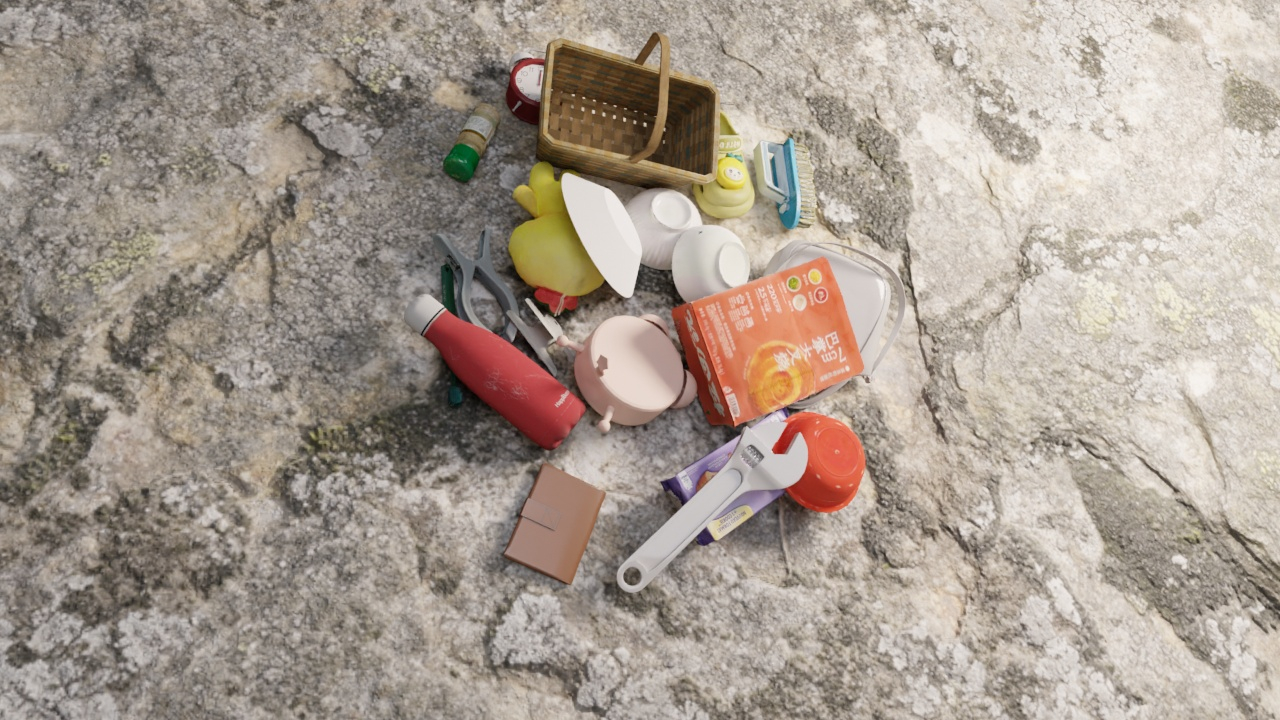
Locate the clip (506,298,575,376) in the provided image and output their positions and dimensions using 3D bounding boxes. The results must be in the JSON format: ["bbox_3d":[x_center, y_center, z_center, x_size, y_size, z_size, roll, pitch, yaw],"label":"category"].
[{"bbox_3d":[-0.120,-0.033,1.140,0.057,0.054,0.102,-38,102,-13],"label":"clip"}]

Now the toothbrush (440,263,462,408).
[{"bbox_3d":[-0.231,-0.033,1.120,0.016,0.017,0.189,-1,68,-17],"label":"toothbrush"}]

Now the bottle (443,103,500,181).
[{"bbox_3d":[-0.223,-0.292,1.220,0.043,0.043,0.110,24,62,-6],"label":"bottle"}]

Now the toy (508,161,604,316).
[{"bbox_3d":[-0.102,-0.162,1.174,0.133,0.092,0.207,8,56,-29],"label":"toy"}]

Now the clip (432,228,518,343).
[{"bbox_3d":[-0.212,-0.088,1.132,0.106,0.028,0.163,-7,70,-33],"label":"clip"}]

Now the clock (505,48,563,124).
[{"bbox_3d":[-0.143,-0.385,1.283,0.087,0.044,0.124,9,67,-13],"label":"clock"}]

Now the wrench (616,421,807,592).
[{"bbox_3d":[0.084,0.173,1.058,0.273,0.018,0.086,-43,87,-11],"label":"wrench"}]

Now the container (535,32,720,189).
[{"bbox_3d":[-0.008,-0.322,1.190,0.249,0.187,0.157,9,77,-23],"label":"container"}]

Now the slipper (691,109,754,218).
[{"bbox_3d":[0.118,-0.294,1.303,0.091,0.082,0.190,-2,66,-20],"label":"slipper"}]

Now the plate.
[{"bbox_3d":[-0.037,-0.166,1.155,0.036,0.174,0.174,-26,73,15],"label":"plate"}]

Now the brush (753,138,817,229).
[{"bbox_3d":[0.207,-0.251,1.323,0.075,0.055,0.135,4,67,-20],"label":"brush"}]

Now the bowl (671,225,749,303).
[{"bbox_3d":[0.101,-0.123,1.206,0.113,0.063,0.113,0,90,-42],"label":"bowl"}]

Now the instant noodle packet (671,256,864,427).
[{"bbox_3d":[0.172,-0.027,1.164,0.220,0.084,0.164,-20,92,-16],"label":"instant noodle packet"}]

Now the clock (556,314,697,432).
[{"bbox_3d":[-0.007,0.007,1.123,0.160,0.086,0.131,-12,70,-44],"label":"clock"}]

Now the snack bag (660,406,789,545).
[{"bbox_3d":[0.125,0.141,1.130,0.205,0.059,0.096,-27,82,-28],"label":"snack bag"}]

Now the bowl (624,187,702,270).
[{"bbox_3d":[0.033,-0.188,1.241,0.118,0.062,0.118,6,66,-14],"label":"bowl"}]

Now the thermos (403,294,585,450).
[{"bbox_3d":[-0.176,0.008,1.079,0.240,0.073,0.073,39,62,-3],"label":"thermos"}]

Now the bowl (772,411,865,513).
[{"bbox_3d":[0.228,0.118,1.123,0.130,0.045,0.130,10,64,-22],"label":"bowl"}]

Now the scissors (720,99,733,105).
[{"bbox_3d":[0.059,-0.392,1.352,0.150,0.019,0.130,24,27,28],"label":"scissors"}]

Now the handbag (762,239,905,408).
[{"bbox_3d":[0.245,-0.036,1.231,0.216,0.096,0.222,21,75,-5],"label":"handbag"}]

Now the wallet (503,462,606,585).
[{"bbox_3d":[-0.098,0.189,1.067,0.087,0.013,0.120,27,63,-10],"label":"wallet"}]
